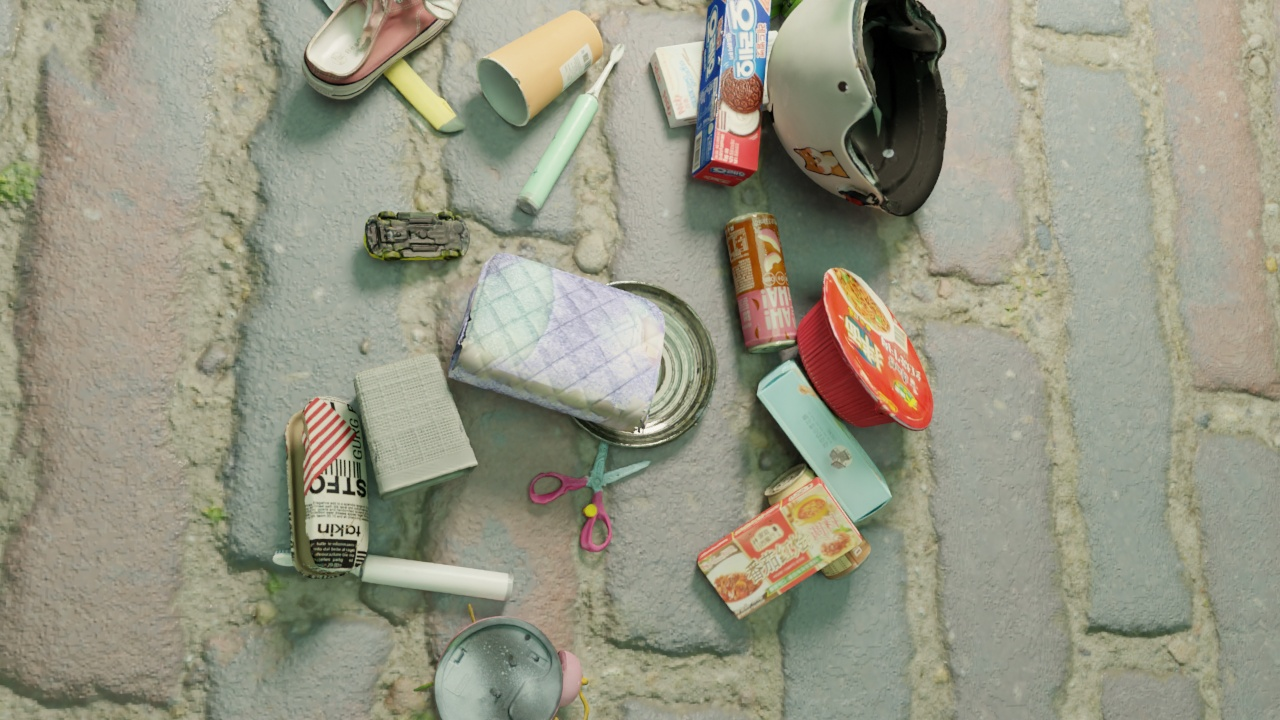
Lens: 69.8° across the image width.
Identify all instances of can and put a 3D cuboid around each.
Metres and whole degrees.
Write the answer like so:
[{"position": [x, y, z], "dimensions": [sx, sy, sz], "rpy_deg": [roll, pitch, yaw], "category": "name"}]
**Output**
[{"position": [0.187, 0.170, 0.968], "dimensions": [0.058, 0.059, 0.116], "rpy_deg": [-38, 92, -18], "category": "can"}, {"position": [0.131, -0.083, 0.996], "dimensions": [0.058, 0.058, 0.147], "rpy_deg": [-7, 83, -17], "category": "can"}]

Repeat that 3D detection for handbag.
[{"position": [-0.077, -0.014, 0.886], "dimensions": [0.194, 0.076, 0.134], "rpy_deg": [18, 55, -12], "category": "handbag"}]

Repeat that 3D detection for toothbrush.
[{"position": [-0.230, 0.200, 0.863], "dimensions": [0.221, 0.026, 0.027], "rpy_deg": [11, 103, -13], "category": "toothbrush"}, {"position": [-0.070, -0.254, 0.985], "dimensions": [0.026, 0.027, 0.224], "rpy_deg": [34, 73, -22], "category": "toothbrush"}]

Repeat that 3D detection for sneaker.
[{"position": [-0.245, -0.361, 0.912], "dimensions": [0.118, 0.088, 0.240], "rpy_deg": [37, 62, -9], "category": "sneaker"}]

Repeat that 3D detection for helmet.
[{"position": [0.225, -0.285, 0.989], "dimensions": [0.157, 0.274, 0.229], "rpy_deg": [13, 70, 33], "category": "helmet"}]

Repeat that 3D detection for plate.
[{"position": [-0.006, 0.006, 0.962], "dimensions": [0.179, 0.024, 0.179], "rpy_deg": [3, 79, -14], "category": "plate"}]

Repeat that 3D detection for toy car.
[{"position": [-0.223, -0.122, 0.918], "dimensions": [0.105, 0.032, 0.048], "rpy_deg": [-5, 82, -28], "category": "toy car"}]

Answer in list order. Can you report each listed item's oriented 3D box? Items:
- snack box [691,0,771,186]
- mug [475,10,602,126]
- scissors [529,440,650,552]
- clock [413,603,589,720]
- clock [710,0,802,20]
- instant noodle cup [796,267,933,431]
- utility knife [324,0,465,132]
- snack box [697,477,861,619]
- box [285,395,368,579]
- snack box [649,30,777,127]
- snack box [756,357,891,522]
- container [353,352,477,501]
[{"position": [0.098, -0.299, 0.996], "dimensions": [0.058, 0.057, 0.207], "rpy_deg": [9, 80, -18], "category": "snack box"}, {"position": [-0.101, -0.312, 0.963], "dimensions": [0.122, 0.078, 0.078], "rpy_deg": [-42, 93, -22], "category": "mug"}, {"position": [-0.054, 0.125, 0.932], "dimensions": [0.130, 0.017, 0.133], "rpy_deg": [14, 73, -10], "category": "scissors"}, {"position": [-0.119, 0.309, 0.859], "dimensions": [0.158, 0.060, 0.117], "rpy_deg": [35, 72, -6], "category": "clock"}, {"position": [0.148, -0.455, 1.065], "dimensions": [0.161, 0.056, 0.116], "rpy_deg": [5, 80, -15], "category": "clock"}, {"position": [0.230, -0.001, 0.973], "dimensions": [0.193, 0.066, 0.193], "rpy_deg": [32, 40, -32], "category": "instant noodle cup"}, {"position": [-0.265, -0.318, 0.946], "dimensions": [0.030, 0.022, 0.220], "rpy_deg": [-45, 100, -22], "category": "utility knife"}, {"position": [0.140, 0.191, 0.933], "dimensions": [0.153, 0.025, 0.075], "rpy_deg": [-35, 93, 11], "category": "snack box"}, {"position": [-0.292, 0.119, 0.847], "dimensions": [0.075, 0.083, 0.163], "rpy_deg": [11, 60, -51], "category": "box"}, {"position": [0.096, -0.321, 1.043], "dimensions": [0.156, 0.027, 0.084], "rpy_deg": [-15, 86, -17], "category": "snack box"}, {"position": [0.193, 0.082, 0.969], "dimensions": [0.052, 0.074, 0.175], "rpy_deg": [-37, 92, 12], "category": "snack box"}, {"position": [-0.215, 0.061, 0.859], "dimensions": [0.090, 0.090, 0.114], "rpy_deg": [-17, 83, -18], "category": "container"}]
